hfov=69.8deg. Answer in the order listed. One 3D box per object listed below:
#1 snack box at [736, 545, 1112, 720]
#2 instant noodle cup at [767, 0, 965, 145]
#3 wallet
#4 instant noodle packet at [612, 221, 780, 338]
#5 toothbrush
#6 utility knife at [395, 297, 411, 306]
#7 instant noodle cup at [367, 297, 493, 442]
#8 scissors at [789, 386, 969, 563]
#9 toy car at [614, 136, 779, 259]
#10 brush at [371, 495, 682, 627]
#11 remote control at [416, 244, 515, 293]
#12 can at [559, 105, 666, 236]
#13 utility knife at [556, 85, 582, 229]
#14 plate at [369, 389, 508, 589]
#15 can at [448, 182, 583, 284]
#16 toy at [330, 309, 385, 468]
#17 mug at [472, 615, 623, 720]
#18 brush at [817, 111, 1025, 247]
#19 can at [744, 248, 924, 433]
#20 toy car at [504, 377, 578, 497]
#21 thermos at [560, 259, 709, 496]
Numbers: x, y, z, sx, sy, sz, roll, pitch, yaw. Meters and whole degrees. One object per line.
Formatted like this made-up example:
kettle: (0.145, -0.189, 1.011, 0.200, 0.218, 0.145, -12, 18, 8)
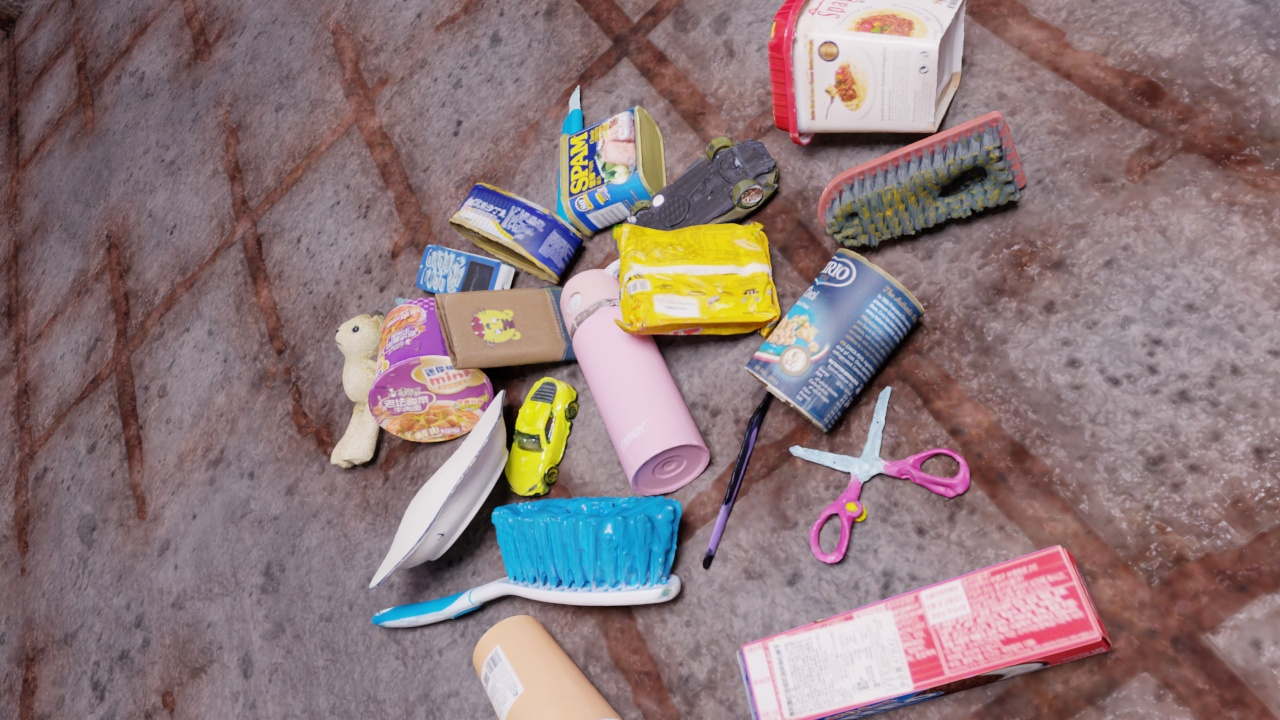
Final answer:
snack box: (0.164, 0.172, 0.552, 0.208, 0.057, 0.058, -25, 58, 21)
instant noodle cup: (0.175, -0.231, 0.702, 0.124, 0.117, 0.116, 13, 51, 26)
wallet: (-0.116, -0.031, 0.808, 0.033, 0.115, 0.090, 109, 146, -45)
instant noodle packet: (0.040, -0.063, 0.724, 0.128, 0.044, 0.110, 0, 56, -6)
toothbrush: (0.078, 0.066, 0.689, 0.017, 0.014, 0.188, 10, 73, 44)
utility knife: (-0.189, -0.042, 0.914, 0.184, 0.019, 0.031, 11, 103, 33)
instant noodle cup: (-0.196, 0.003, 0.847, 0.112, 0.111, 0.099, -33, 46, 16)
scissors: (0.158, 0.078, 0.630, 0.134, 0.017, 0.133, 5, 67, 39)
toy car: (0.046, -0.131, 0.788, 0.158, 0.042, 0.070, -33, 53, 16)
brush: (-0.106, 0.166, 0.728, 0.315, 0.060, 0.109, -6, 99, 29)
remote control: (-0.177, -0.084, 0.921, 0.125, 0.024, 0.049, 18, 92, 39)
can: (-0.025, -0.177, 0.849, 0.083, 0.057, 0.102, -17, 59, 24)
utility knife: (-0.068, -0.204, 0.915, 0.034, 0.018, 0.181, -30, 50, 43)
plate: (-0.156, 0.111, 0.771, 0.164, 0.034, 0.163, -50, 12, 16)
can: (-0.120, -0.123, 0.875, 0.148, 0.074, 0.049, 27, 81, 39)
toy: (-0.278, 0.029, 0.911, 0.105, 0.066, 0.157, -12, 70, 55)
mug: (-0.071, 0.247, 0.663, 0.078, 0.078, 0.123, -51, 46, 2)
brush: (0.201, -0.131, 0.677, 0.146, 0.063, 0.069, -18, 36, 28)
can: (0.135, -0.013, 0.649, 0.111, 0.075, 0.075, -51, 50, 2)
toy car: (-0.089, 0.065, 0.789, 0.048, 0.032, 0.105, 5, 72, 35)
thermos: (-0.004, 0.004, 0.738, 0.087, 0.067, 0.198, -43, 50, 24)
